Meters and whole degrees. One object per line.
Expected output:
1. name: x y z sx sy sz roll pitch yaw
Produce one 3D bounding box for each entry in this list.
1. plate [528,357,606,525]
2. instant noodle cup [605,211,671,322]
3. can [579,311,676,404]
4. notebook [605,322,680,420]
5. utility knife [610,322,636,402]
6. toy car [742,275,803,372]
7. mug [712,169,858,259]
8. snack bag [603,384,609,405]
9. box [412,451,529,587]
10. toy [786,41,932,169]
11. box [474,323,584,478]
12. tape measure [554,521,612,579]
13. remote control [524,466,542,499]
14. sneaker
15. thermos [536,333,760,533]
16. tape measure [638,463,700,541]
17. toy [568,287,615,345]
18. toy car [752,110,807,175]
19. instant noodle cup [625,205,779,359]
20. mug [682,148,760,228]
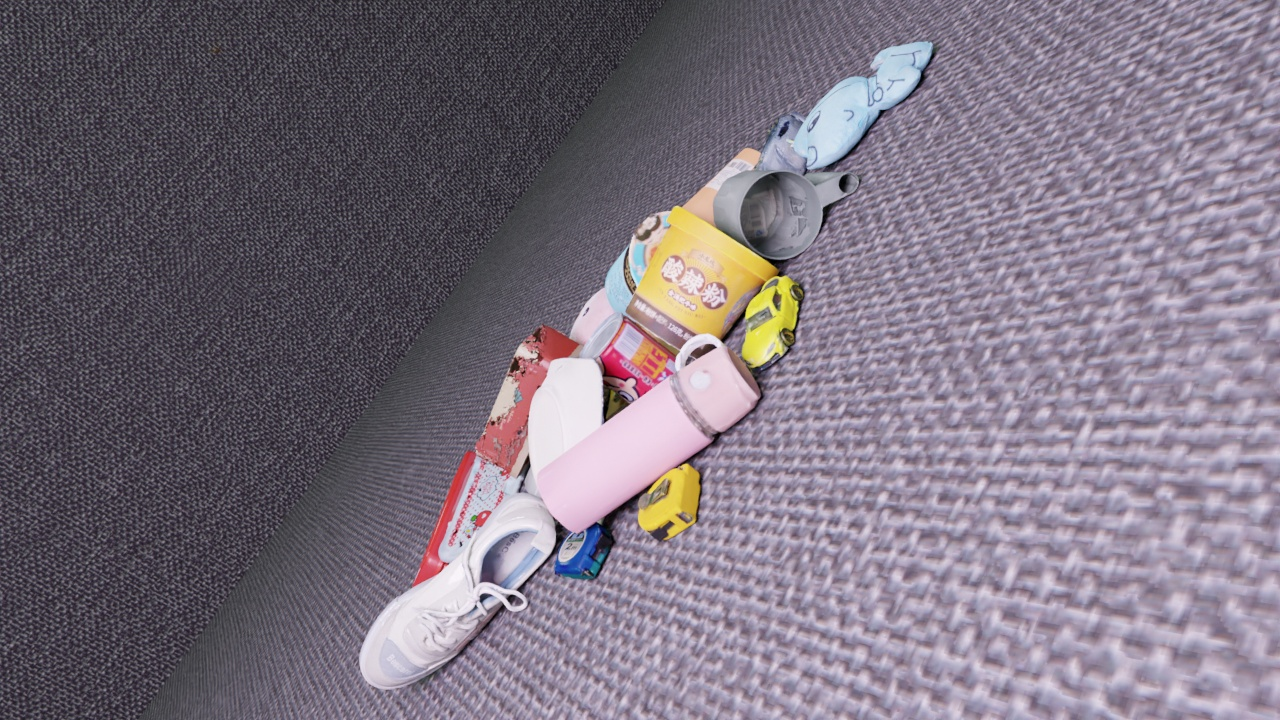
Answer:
1. plate: -0.077 0.079 0.889 0.164 0.034 0.163 176 92 -67
2. instant noodle cup: 0.017 -0.093 1.006 0.111 0.111 0.121 -58 13 -21
3. can: -0.005 0.005 0.902 0.067 0.094 0.066 -45 19 20
4. notebook: 0.023 -0.034 1.048 0.150 0.012 0.211 -42 21 26
5. utility knife: -0.019 -0.002 1.039 0.033 0.015 0.153 -48 19 28
6. toy car: 0.111 -0.035 0.798 0.048 0.032 0.105 -35 26 40
7. mug: 0.140 -0.155 0.908 0.124 0.084 0.103 -25 16 -5
8. snack bag: -0.067 0.054 1.061 0.104 0.026 0.048 -40 24 50
9. box: -0.208 0.181 1.124 0.160 0.065 0.200 -37 24 29
10. toy: 0.220 -0.262 0.944 0.157 0.050 0.161 -17 39 49
11. box: -0.137 0.045 1.076 0.169 0.077 0.091 -64 -4 27
12. tape measure: -0.049 0.168 0.805 0.058 0.025 0.054 -16 37 54
13. remote control: -0.093 0.087 1.023 0.135 0.019 0.056 -66 21 4
14. sneaker: -0.170 0.237 0.884 0.242 0.089 0.091 -45 22 -2
15. thermos: 0.004 0.058 0.774 0.199 0.067 0.087 -38 54 15
16. tape measure: 0.021 0.113 0.734 0.057 0.029 0.059 -40 21 33
17. toy: -0.058 -0.022 1.142 0.122 0.054 0.159 -56 20 35
18. toy car: 0.161 -0.224 1.008 0.037 0.054 0.120 -31 27 51
19. instant noodle cup: 0.053 -0.070 0.884 0.114 0.118 0.118 -57 17 6
20. mug: 0.099 -0.177 1.040 0.122 0.078 0.078 -49 17 -7
